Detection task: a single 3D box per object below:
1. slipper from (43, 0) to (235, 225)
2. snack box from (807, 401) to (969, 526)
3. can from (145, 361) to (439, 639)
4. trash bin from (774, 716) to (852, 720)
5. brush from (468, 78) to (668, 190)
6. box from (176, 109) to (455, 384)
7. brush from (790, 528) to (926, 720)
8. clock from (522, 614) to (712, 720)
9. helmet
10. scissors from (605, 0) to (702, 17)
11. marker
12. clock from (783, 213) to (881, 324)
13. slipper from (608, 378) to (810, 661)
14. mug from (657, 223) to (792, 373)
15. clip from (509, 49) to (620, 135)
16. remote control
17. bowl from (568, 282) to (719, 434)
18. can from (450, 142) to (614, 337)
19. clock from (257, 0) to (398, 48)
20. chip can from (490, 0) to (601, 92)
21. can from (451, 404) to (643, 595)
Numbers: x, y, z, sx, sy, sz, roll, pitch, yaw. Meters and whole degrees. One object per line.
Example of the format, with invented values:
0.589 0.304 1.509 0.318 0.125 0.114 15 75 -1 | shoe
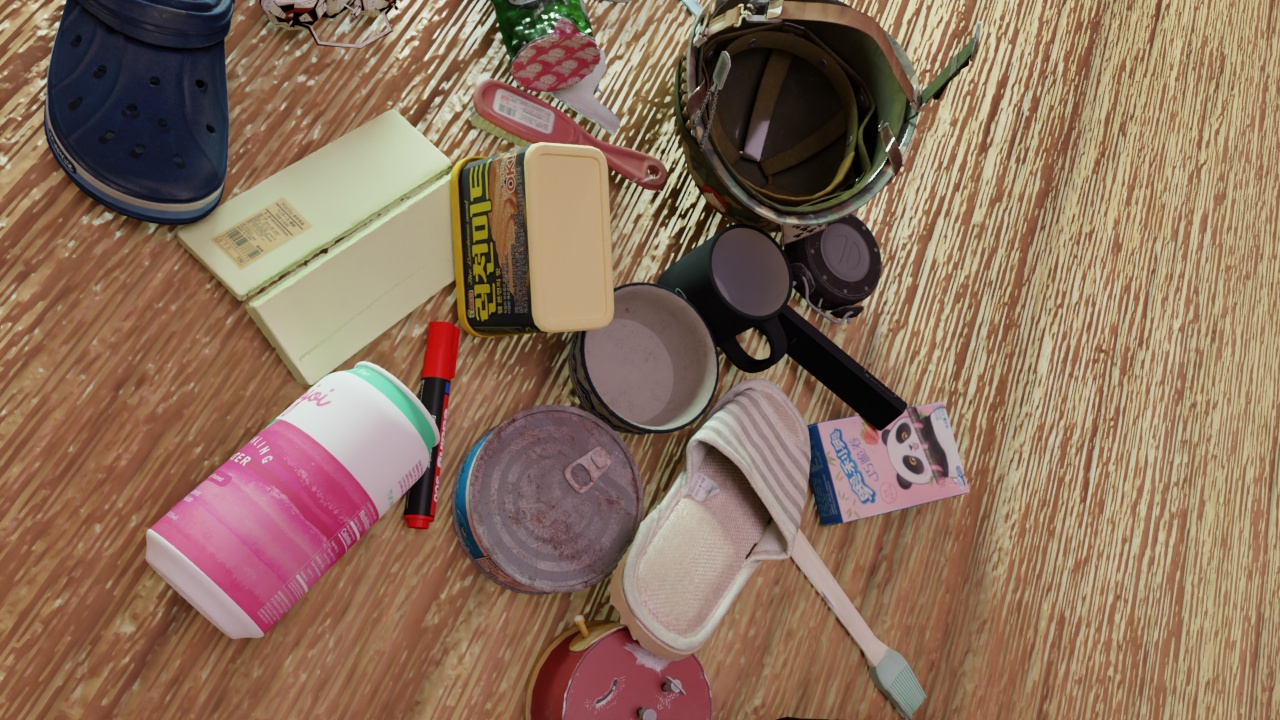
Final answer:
-0.316 -0.213 0.584 0.105 0.095 0.252 3 71 -30 | slipper
0.216 0.089 0.810 0.154 0.033 0.088 -7 77 -29 | snack box
-0.206 0.082 0.557 0.088 0.088 0.165 47 60 -9 | can
0.191 0.340 0.648 0.210 0.184 0.183 14 69 -18 | trash bin
-0.057 -0.175 0.743 0.172 0.030 0.040 20 66 -21 | brush
-0.199 -0.087 0.638 0.187 0.048 0.140 -41 94 -31 | box
0.168 0.205 0.766 0.033 0.012 0.217 -38 93 -30 | brush
-0.010 0.252 0.616 0.117 0.081 0.158 5 73 -27 | clock
0.123 -0.203 0.722 0.192 0.237 0.223 14 54 -8 | helmet
0.011 -0.376 0.847 0.170 0.014 0.168 -7 79 -29 | scissors
-0.145 0.044 0.640 0.023 0.021 0.144 22 65 -46 | marker
0.170 -0.086 0.829 0.091 0.044 0.122 31 64 -17 | clock
0.066 0.104 0.680 0.114 0.054 0.271 49 44 -10 | slipper
0.074 -0.042 0.741 0.078 0.088 0.113 -32 92 -31 | mug
-0.053 -0.231 0.763 0.101 0.041 0.054 32 70 -5 | clip
0.159 0.001 0.783 0.150 0.035 0.013 40 50 4 | remote control
-0.004 0.004 0.703 0.115 0.059 0.115 8 72 -26 | bowl
-0.075 -0.082 0.643 0.072 0.101 0.131 -6 96 -38 | can
-0.234 -0.299 0.665 0.114 0.065 0.154 -25 87 -31 | clock
-0.094 -0.328 0.729 0.075 0.076 0.223 -8 73 -29 | chip can
-0.065 0.099 0.652 0.129 0.044 0.129 8 72 -26 | can
